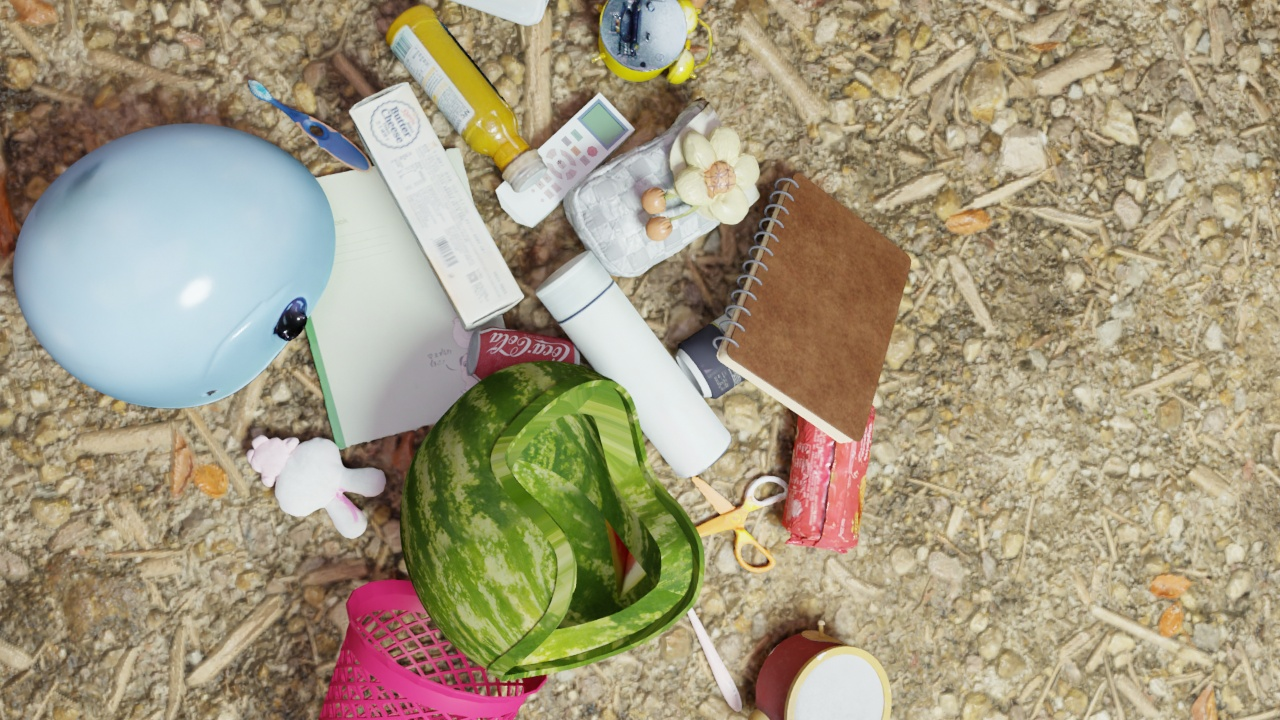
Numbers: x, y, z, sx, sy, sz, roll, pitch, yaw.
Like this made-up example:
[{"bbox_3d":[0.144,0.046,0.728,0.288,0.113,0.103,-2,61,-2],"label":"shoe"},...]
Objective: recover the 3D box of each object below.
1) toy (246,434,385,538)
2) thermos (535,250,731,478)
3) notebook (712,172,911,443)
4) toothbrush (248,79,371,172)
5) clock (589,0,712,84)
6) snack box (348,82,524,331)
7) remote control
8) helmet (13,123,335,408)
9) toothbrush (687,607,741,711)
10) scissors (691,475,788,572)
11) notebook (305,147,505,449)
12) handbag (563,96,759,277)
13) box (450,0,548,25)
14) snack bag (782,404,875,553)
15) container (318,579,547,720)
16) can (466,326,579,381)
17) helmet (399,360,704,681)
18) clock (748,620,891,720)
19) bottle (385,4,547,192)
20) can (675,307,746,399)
[{"bbox_3d":[-0.301,0.109,0.846,0.125,0.037,0.076,26,92,-6],"label":"toy"},{"bbox_3d":[-0.005,0.005,0.862,0.068,0.068,0.230,-40,103,-6],"label":"thermos"},{"bbox_3d":[0.167,-0.055,0.866,0.167,0.024,0.224,33,60,-16],"label":"notebook"},{"bbox_3d":[-0.305,-0.216,0.845,0.135,0.017,0.021,36,83,-2],"label":"toothbrush"},{"bbox_3d":[0.012,-0.309,0.876,0.118,0.057,0.083,4,90,-8],"label":"clock"},{"bbox_3d":[-0.180,-0.130,0.816,0.057,0.104,0.208,-29,95,-10],"label":"snack box"},{"bbox_3d":[-0.074,-0.188,0.881,0.143,0.024,0.049,-44,92,-5],"label":"remote control"},{"bbox_3d":[-0.388,-0.089,0.768,0.225,0.167,0.265,40,78,1],"label":"helmet"},{"bbox_3d":[0.061,0.271,0.913,0.015,0.018,0.181,-26,95,-7],"label":"toothbrush"},{"bbox_3d":[0.100,0.154,0.920,0.125,0.011,0.129,45,83,-8],"label":"scissors"},{"bbox_3d":[-0.228,-0.059,0.868,0.182,0.010,0.252,-14,93,-8],"label":"notebook"},{"bbox_3d":[0.022,-0.151,0.848,0.171,0.123,0.112,-33,110,-6],"label":"handbag"},{"bbox_3d":[-0.178,-0.397,0.862,0.216,0.109,0.108,19,131,-6],"label":"box"},{"bbox_3d":[0.184,0.101,0.897,0.082,0.082,0.176,7,90,-9],"label":"snack bag"},{"bbox_3d":[-0.212,0.339,0.804,0.183,0.183,0.226,24,95,-8],"label":"container"},{"bbox_3d":[-0.110,0.000,0.855,0.096,0.054,0.054,9,89,-22],"label":"can"},{"bbox_3d":[-0.091,0.132,0.782,0.244,0.212,0.247,-36,61,33],"label":"helmet"},{"bbox_3d":[0.163,0.341,0.895,0.117,0.081,0.158,40,76,-18],"label":"clock"},{"bbox_3d":[-0.157,-0.238,0.844,0.053,0.053,0.186,-39,89,-6],"label":"bottle"},{"bbox_3d":[0.100,-0.019,0.890,0.127,0.064,0.064,-33,95,-7],"label":"can"}]
